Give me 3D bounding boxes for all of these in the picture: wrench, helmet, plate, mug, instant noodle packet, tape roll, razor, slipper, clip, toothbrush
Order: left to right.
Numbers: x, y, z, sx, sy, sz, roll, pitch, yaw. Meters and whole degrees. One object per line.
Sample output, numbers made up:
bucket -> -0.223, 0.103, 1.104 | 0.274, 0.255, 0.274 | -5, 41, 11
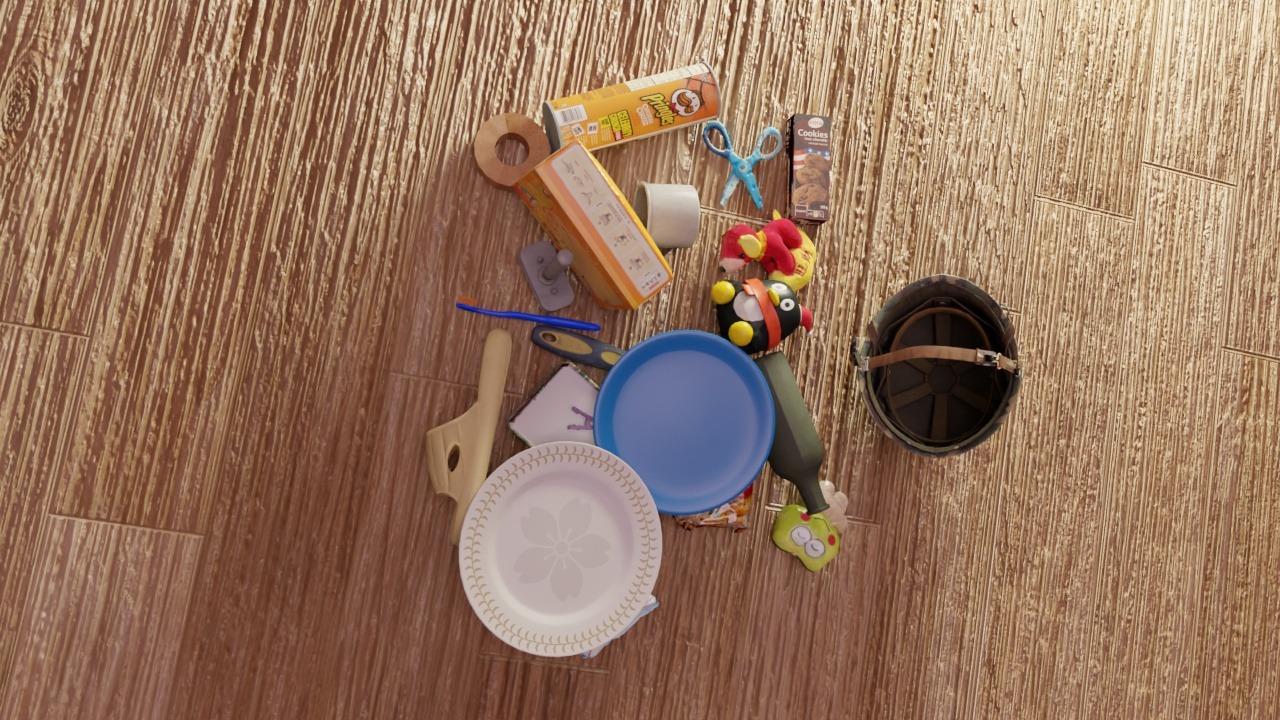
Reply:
slipper -> -0.209, 0.083, 1.075 | 0.079, 0.111, 0.261 | 13, 79, -13
tape roll -> -0.162, -0.261, 1.153 | 0.094, 0.027, 0.094 | 1, 85, -12
toothbrush -> -0.138, -0.057, 1.148 | 0.182, 0.016, 0.018 | 9, 79, -11
razor -> -0.104, -0.111, 1.108 | 0.047, 0.116, 0.088 | -24, 91, -20
plate -> -0.089, 0.215, 1.054 | 0.242, 0.016, 0.242 | 2, 85, -22
clip -> -0.065, 0.070, 1.105 | 0.050, 0.014, 0.046 | -13, 87, -8
wrench -> -0.007, 0.006, 1.167 | 0.273, 0.022, 0.073 | 19, 82, -10
mug -> 0.029, -0.170, 1.165 | 0.070, 0.084, 0.113 | -1, 120, -14
plate -> 0.053, 0.075, 1.116 | 0.224, 0.024, 0.224 | 0, 93, -9
instant noodle packet -> 0.096, 0.152, 1.169 | 0.098, 0.040, 0.135 | 8, 83, -7
helmet -> 0.368, 0.005, 1.137 | 0.193, 0.235, 0.224 | 2, 95, 21

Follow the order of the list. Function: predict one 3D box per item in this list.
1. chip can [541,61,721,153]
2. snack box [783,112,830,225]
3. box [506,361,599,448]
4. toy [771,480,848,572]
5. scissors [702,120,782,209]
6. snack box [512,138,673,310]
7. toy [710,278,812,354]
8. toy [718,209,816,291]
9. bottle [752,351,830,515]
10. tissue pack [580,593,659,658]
chip can -> -0.011, -0.316, 1.164 | 0.215, 0.075, 0.075 | -18, 89, -12
snack box -> 0.223, -0.255, 1.229 | 0.051, 0.032, 0.141 | 3, 85, -11
box -> -0.057, 0.106, 1.136 | 0.205, 0.050, 0.117 | 41, 82, -5
toy -> 0.225, 0.210, 1.188 | 0.092, 0.046, 0.115 | 38, 71, -1
scissors -> 0.128, -0.267, 1.222 | 0.134, 0.012, 0.134 | 30, 82, -8
snack box -> -0.054, -0.160, 1.095 | 0.080, 0.145, 0.195 | -39, 103, -12
toy -> 0.156, -0.059, 1.165 | 0.119, 0.100, 0.097 | -19, 68, -6
toy -> 0.170, -0.147, 1.197 | 0.137, 0.067, 0.105 | 11, 77, -19
bottle -> 0.187, 0.094, 1.164 | 0.071, 0.071, 0.206 | -20, 84, -13
tissue pack -> -0.075, 0.257, 1.109 | 0.112, 0.070, 0.182 | -37, 93, -14
